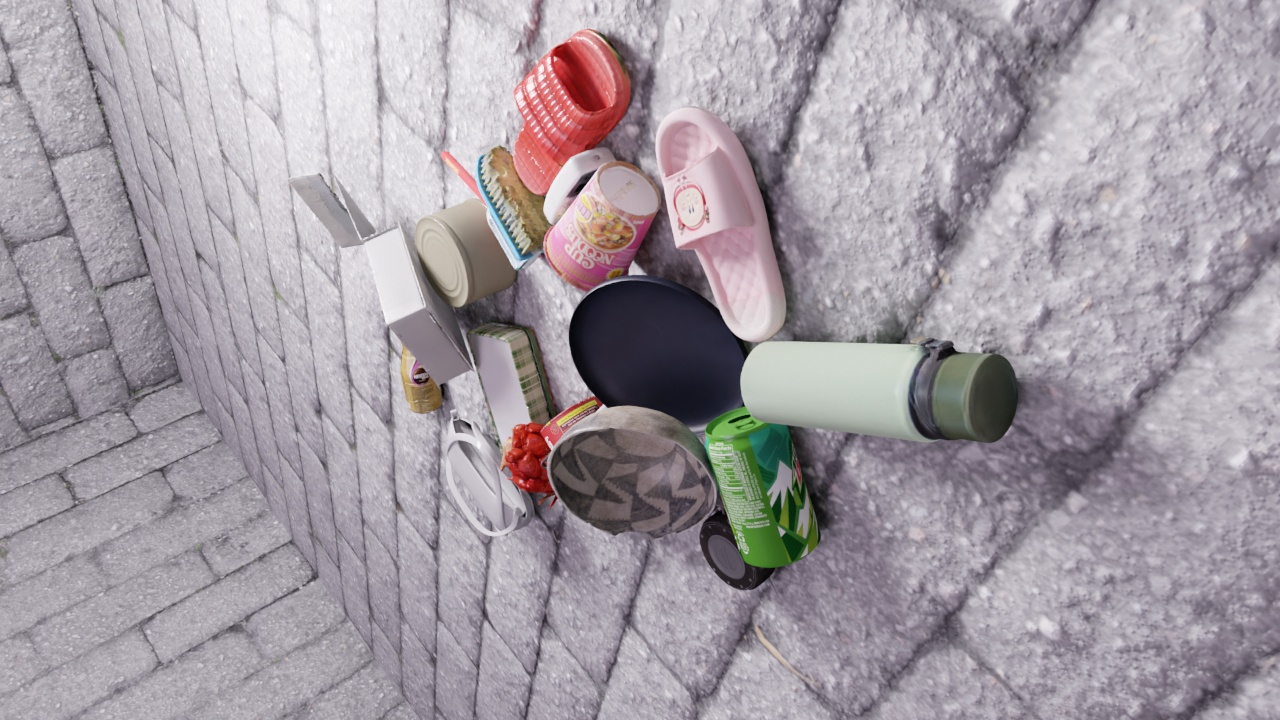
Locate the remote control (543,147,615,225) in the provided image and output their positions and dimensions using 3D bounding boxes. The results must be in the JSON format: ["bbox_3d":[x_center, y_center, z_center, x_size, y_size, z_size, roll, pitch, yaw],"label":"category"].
[{"bbox_3d":[-0.066,-0.180,0.958,0.028,0.060,0.115,59,147,8],"label":"remote control"}]

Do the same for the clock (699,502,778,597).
[{"bbox_3d":[0.108,0.201,1.012,0.091,0.043,0.123,2,114,53],"label":"clock"}]

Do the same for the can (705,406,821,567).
[{"bbox_3d":[0.120,0.123,0.905,0.083,0.082,0.144,-1,113,54],"label":"can"}]

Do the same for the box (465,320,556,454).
[{"bbox_3d":[-0.170,0.049,1.275,0.118,0.050,0.206,9,121,47],"label":"box"}]

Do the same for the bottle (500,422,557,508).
[{"bbox_3d":[-0.128,0.135,1.201,0.099,0.111,0.099,-170,91,-74],"label":"bottle"}]

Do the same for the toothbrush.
[{"bbox_3d":[-0.194,-0.197,1.157,0.212,0.017,0.012,47,144,22],"label":"toothbrush"}]

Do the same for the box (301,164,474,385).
[{"bbox_3d":[-0.356,-0.138,1.309,0.368,0.098,0.166,56,174,34],"label":"box"}]

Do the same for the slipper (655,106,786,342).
[{"bbox_3d":[0.068,-0.118,0.829,0.107,0.055,0.221,-7,109,57],"label":"slipper"}]

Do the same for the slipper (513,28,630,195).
[{"bbox_3d":[-0.091,-0.246,0.947,0.103,0.059,0.249,59,148,3],"label":"slipper"}]

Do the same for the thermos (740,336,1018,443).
[{"bbox_3d":[0.188,0.020,0.748,0.232,0.082,0.082,4,116,53],"label":"thermos"}]

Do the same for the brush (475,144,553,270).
[{"bbox_3d":[-0.155,-0.181,1.082,0.076,0.055,0.136,-33,85,52],"label":"brush"}]

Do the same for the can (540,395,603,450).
[{"bbox_3d":[-0.057,0.115,1.133,0.116,0.086,0.087,56,146,10],"label":"can"}]

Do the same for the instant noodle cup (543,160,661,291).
[{"bbox_3d":[-0.033,-0.137,0.924,0.097,0.097,0.109,53,139,13],"label":"instant noodle cup"}]

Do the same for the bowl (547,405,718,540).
[{"bbox_3d":[-0.004,0.105,0.969,0.178,0.081,0.179,6,135,6],"label":"bowl"}]

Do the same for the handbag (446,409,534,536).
[{"bbox_3d":[-0.238,0.159,1.366,0.216,0.095,0.223,51,161,15],"label":"handbag"}]

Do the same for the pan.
[{"bbox_3d":[-0.023,0.037,0.999,0.199,0.021,0.358,40,133,-6],"label":"pan"}]

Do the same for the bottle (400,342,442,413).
[{"bbox_3d":[-0.363,0.005,1.491,0.060,0.059,0.166,28,133,40],"label":"bottle"}]

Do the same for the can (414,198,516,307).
[{"bbox_3d":[-0.229,-0.139,1.195,0.128,0.073,0.128,33,137,37],"label":"can"}]
